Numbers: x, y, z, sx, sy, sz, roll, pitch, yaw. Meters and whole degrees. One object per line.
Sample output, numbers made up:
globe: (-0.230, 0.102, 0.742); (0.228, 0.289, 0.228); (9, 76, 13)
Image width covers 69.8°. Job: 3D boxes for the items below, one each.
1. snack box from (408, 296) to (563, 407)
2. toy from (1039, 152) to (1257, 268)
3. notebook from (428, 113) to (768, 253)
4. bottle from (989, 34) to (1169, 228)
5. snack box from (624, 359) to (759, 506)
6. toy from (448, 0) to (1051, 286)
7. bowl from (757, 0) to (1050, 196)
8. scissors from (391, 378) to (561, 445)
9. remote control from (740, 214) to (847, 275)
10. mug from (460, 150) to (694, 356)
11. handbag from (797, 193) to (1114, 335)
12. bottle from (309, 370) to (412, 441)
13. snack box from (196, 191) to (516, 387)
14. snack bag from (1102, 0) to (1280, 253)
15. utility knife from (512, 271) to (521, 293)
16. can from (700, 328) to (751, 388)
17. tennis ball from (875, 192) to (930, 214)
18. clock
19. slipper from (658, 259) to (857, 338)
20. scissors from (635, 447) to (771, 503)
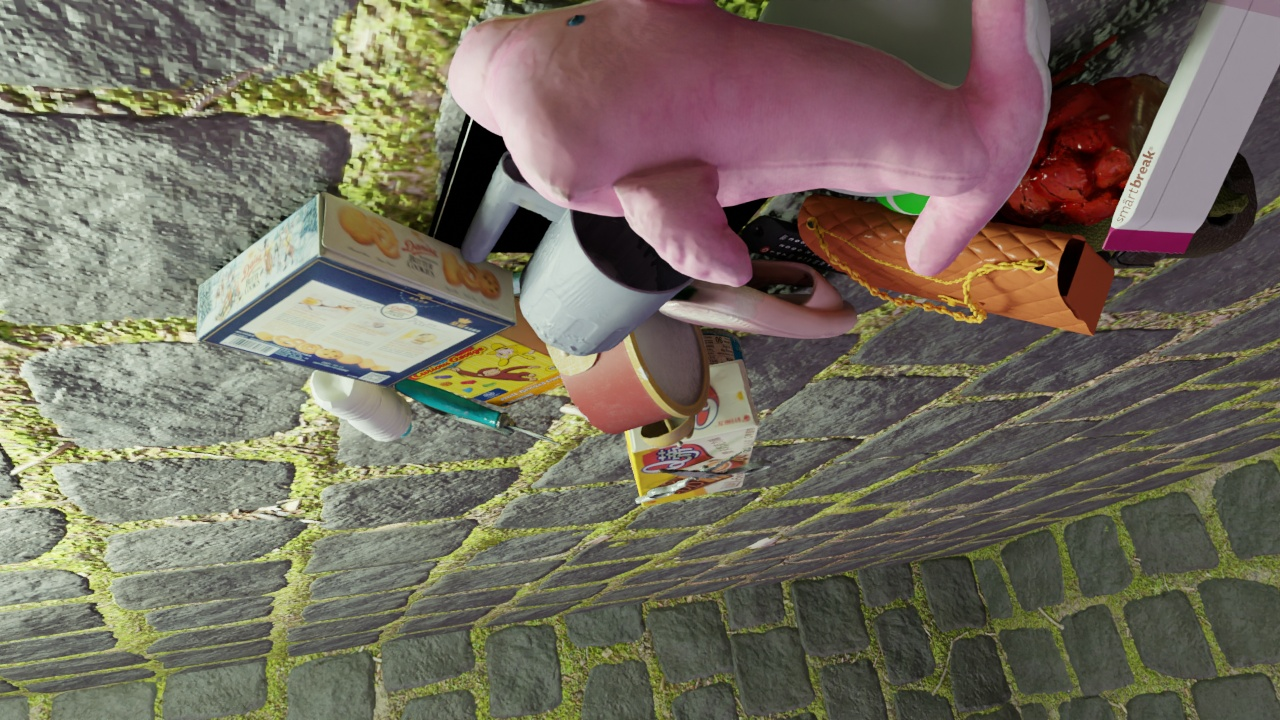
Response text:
snack box: (-0.113, -0.007, 0.719); (0.088, 0.040, 0.125); (-21, 157, 23)
toy: (0.344, -0.103, 0.641); (0.152, 0.078, 0.179); (-10, -175, -10)
notebook: (-0.013, -0.106, 0.556); (0.206, 0.016, 0.149); (-2, 158, -23)
bottle: (0.252, -0.126, 0.544); (0.098, 0.099, 0.111); (-4, 178, -20)
snack box: (0.042, 0.075, 0.855); (0.110, 0.061, 0.230); (-11, 160, -2)
toy: (0.038, -0.092, 0.398); (0.266, 0.127, 0.187); (7, 138, 5)
bowl: (0.126, -0.132, 0.452); (0.149, 0.043, 0.150); (2, 141, 2)
scissors: (-0.146, 0.045, 0.786); (0.155, 0.019, 0.125); (25, 168, -23)
remote control: (0.135, -0.085, 0.688); (0.146, 0.015, 0.033); (7, 152, -40)
mug: (-0.038, -0.064, 0.536); (0.124, 0.083, 0.104); (22, 152, -16)
handbag: (0.198, -0.062, 0.598); (0.172, 0.060, 0.108); (19, 180, 40)
bottle: (-0.226, 0.038, 0.768); (0.044, 0.044, 0.136); (-14, 159, 4)
snack box: (-0.179, -0.035, 0.585); (0.145, 0.042, 0.144); (-23, 152, 35)
snack bag: (0.298, -0.147, 0.468); (0.070, 0.016, 0.197); (-1, 119, -24)
utility knife: (-0.066, -0.059, 0.637); (0.165, 0.015, 0.022); (-11, 156, 5)
can: (0.035, 0.018, 0.856); (0.130, 0.044, 0.130); (-10, 159, -4)
tennis ball: (0.165, -0.120, 0.545); (0.065, 0.065, 0.065); (-10, 159, -4)
clock: (-0.004, 0.004, 0.689); (0.081, 0.116, 0.159); (-19, 138, 28)
slipper: (0.085, -0.047, 0.680); (0.107, 0.055, 0.221); (8, -176, 34)
scissors: (0.052, 0.105, 0.830); (0.141, 0.014, 0.176); (0, 159, -35)
